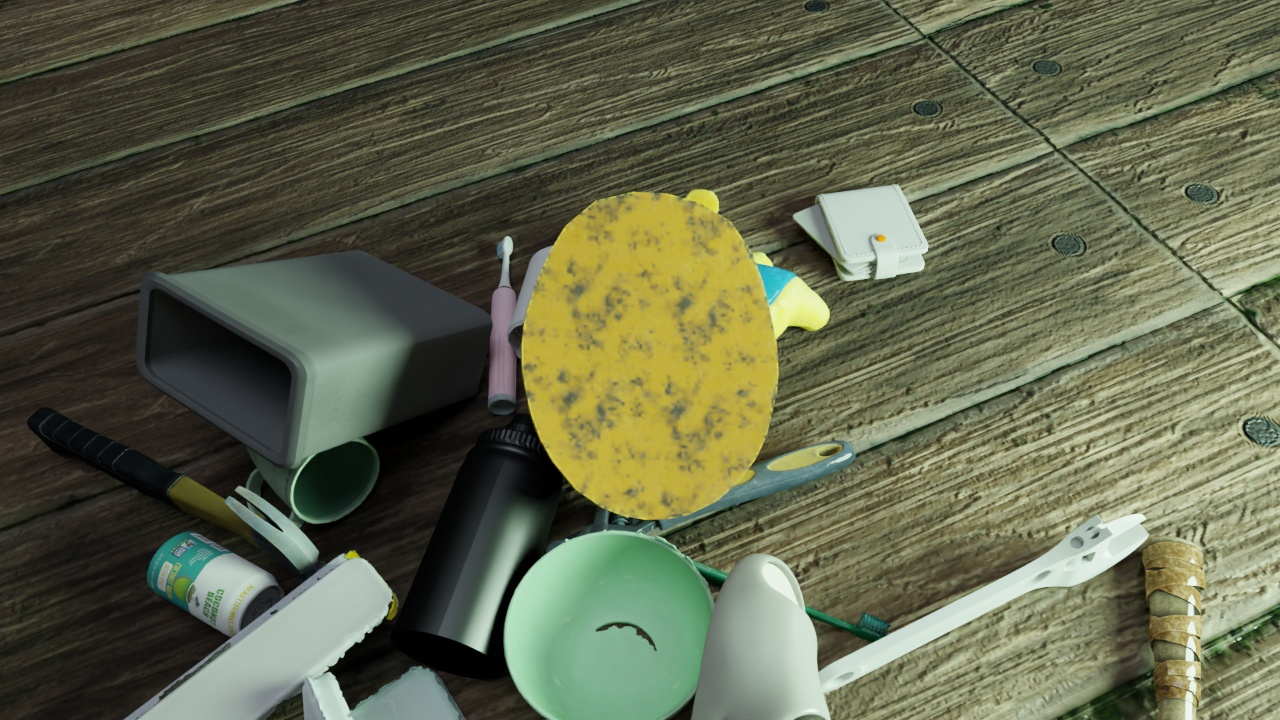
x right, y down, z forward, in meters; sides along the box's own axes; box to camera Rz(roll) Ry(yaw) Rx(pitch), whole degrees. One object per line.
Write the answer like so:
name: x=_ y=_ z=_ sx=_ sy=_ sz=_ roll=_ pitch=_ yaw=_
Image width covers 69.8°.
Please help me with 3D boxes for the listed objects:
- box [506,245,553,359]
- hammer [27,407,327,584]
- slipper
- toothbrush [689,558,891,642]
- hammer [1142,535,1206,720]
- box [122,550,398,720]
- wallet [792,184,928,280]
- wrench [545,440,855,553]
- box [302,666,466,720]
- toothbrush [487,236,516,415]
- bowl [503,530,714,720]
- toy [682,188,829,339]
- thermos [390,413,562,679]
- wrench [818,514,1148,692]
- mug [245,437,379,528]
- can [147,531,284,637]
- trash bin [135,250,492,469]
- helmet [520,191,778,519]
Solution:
box: x=-0.082 y=-0.032 z=0.853 sx=0.093 sy=0.083 sz=0.165 roll=-15 pitch=46 yaw=36
hammer: x=-0.403 y=0.104 z=0.775 sx=0.333 sy=0.118 sz=0.025 roll=17 pitch=54 yaw=24
slipper: x=0.083 y=0.256 z=0.592 sx=0.081 sy=0.113 sz=0.265 roll=-8 pitch=48 yaw=39
toothbrush: x=0.100 y=0.181 z=0.717 sx=0.190 sy=0.016 sz=0.017 roll=17 pitch=58 yaw=17
hammer: x=0.360 y=0.259 z=0.618 sx=0.121 sy=0.049 sz=0.317 roll=11 pitch=53 yaw=16
box: x=-0.281 y=0.222 z=0.670 sx=0.209 sy=0.057 sz=0.117 roll=-37 pitch=18 yaw=-22
wallet: x=0.219 y=-0.130 z=0.934 sx=0.115 sy=0.038 sz=0.118 roll=-8 pitch=49 yaw=-1
wrench: x=0.052 y=0.115 z=0.762 sx=0.273 sy=0.022 sz=0.073 roll=-16 pitch=35 yaw=-10
box: x=-0.137 y=0.296 z=0.621 sx=0.126 sy=0.106 sz=0.215 roll=-12 pitch=48 yaw=-34
toothbrush: x=-0.135 y=-0.042 z=0.906 sx=0.027 sy=0.027 sz=0.222 roll=-29 pitch=46 yaw=26
bowl: x=-0.019 y=0.207 z=0.670 sx=0.151 sy=0.077 sz=0.150 roll=-3 pitch=52 yaw=3
toy: x=0.061 y=-0.081 z=0.882 sx=0.148 sy=0.084 sz=0.214 roll=-34 pitch=60 yaw=-22
thermos: x=-0.118 y=0.138 z=0.726 sx=0.086 sy=0.086 sz=0.198 roll=9 pitch=54 yaw=11
wrench: x=0.252 y=0.182 z=0.680 sx=0.273 sy=0.087 sz=0.018 roll=-26 pitch=54 yaw=-2
mug: x=-0.297 y=0.092 z=0.791 sx=0.104 sy=0.084 sz=0.111 roll=30 pitch=89 yaw=33
can: x=-0.340 y=0.180 z=0.734 sx=0.102 sy=0.055 sz=0.054 roll=21 pitch=57 yaw=20
trash bin: x=-0.271 y=-0.015 z=0.787 sx=0.192 sy=0.098 sz=0.219 roll=25 pitch=23 yaw=23
helmet: x=-0.005 y=0.004 z=0.761 sx=0.205 sy=0.131 sz=0.255 roll=7 pitch=77 yaw=-15
